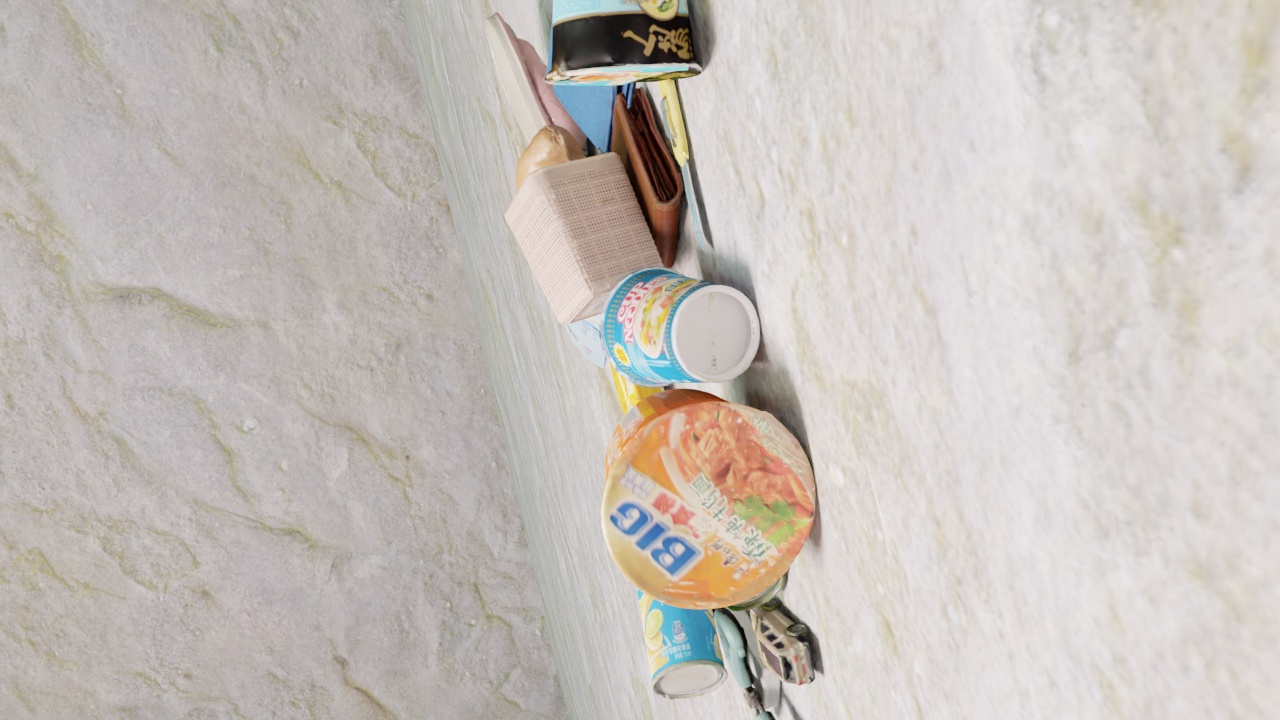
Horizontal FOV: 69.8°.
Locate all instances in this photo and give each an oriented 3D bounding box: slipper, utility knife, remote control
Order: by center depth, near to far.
[{"bbox_3d":[0.026,-0.191,0.707,0.031,0.022,0.219,-158,51,-80],"label":"utility knife"},{"bbox_3d":[0.092,0.259,0.878,0.150,0.021,0.058,-126,25,-54],"label":"remote control"},{"bbox_3d":[-0.095,-0.255,1.011,0.274,0.054,0.114,65,170,-6],"label":"slipper"}]

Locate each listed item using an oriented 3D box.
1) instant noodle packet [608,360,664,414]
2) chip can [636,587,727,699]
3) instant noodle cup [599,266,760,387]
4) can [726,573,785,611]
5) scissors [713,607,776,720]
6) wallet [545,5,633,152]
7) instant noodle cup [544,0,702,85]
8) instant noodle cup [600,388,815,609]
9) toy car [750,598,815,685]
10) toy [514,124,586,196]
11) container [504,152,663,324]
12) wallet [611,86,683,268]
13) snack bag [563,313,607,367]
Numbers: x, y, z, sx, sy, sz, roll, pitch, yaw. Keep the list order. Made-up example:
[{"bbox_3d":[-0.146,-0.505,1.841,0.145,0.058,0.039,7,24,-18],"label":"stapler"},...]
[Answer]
[{"bbox_3d":[-0.006,0.006,0.955,0.111,0.044,0.128,114,142,-76],"label":"instant noodle packet"},{"bbox_3d":[0.029,0.213,0.890,0.071,0.071,0.210,90,171,-46],"label":"chip can"},{"bbox_3d":[0.034,-0.023,0.694,0.110,0.099,0.099,10,114,66],"label":"instant noodle cup"},{"bbox_3d":[0.066,0.137,0.779,0.146,0.058,0.058,-119,20,-44],"label":"can"},{"bbox_3d":[0.098,0.280,0.776,0.180,0.019,0.170,68,172,-19],"label":"scissors"},{"bbox_3d":[-0.046,-0.263,0.846,0.133,0.040,0.107,59,155,33],"label":"wallet"},{"bbox_3d":[-0.016,-0.255,0.629,0.111,0.111,0.120,-146,51,-69],"label":"instant noodle cup"},{"bbox_3d":[0.040,0.090,0.679,0.111,0.151,0.151,-128,26,-76],"label":"instant noodle cup"},{"bbox_3d":[0.112,0.227,0.745,0.090,0.035,0.042,-147,46,-73],"label":"toy car"},{"bbox_3d":[-0.046,-0.126,0.898,0.226,0.082,0.144,49,159,28],"label":"toy"},{"bbox_3d":[-0.045,-0.100,0.774,0.111,0.090,0.090,66,151,9],"label":"container"},{"bbox_3d":[0.005,-0.154,0.787,0.101,0.032,0.124,99,153,-65],"label":"wallet"},{"bbox_3d":[-0.064,-0.066,1.090,0.191,0.038,0.110,103,145,-68],"label":"snack bag"}]
